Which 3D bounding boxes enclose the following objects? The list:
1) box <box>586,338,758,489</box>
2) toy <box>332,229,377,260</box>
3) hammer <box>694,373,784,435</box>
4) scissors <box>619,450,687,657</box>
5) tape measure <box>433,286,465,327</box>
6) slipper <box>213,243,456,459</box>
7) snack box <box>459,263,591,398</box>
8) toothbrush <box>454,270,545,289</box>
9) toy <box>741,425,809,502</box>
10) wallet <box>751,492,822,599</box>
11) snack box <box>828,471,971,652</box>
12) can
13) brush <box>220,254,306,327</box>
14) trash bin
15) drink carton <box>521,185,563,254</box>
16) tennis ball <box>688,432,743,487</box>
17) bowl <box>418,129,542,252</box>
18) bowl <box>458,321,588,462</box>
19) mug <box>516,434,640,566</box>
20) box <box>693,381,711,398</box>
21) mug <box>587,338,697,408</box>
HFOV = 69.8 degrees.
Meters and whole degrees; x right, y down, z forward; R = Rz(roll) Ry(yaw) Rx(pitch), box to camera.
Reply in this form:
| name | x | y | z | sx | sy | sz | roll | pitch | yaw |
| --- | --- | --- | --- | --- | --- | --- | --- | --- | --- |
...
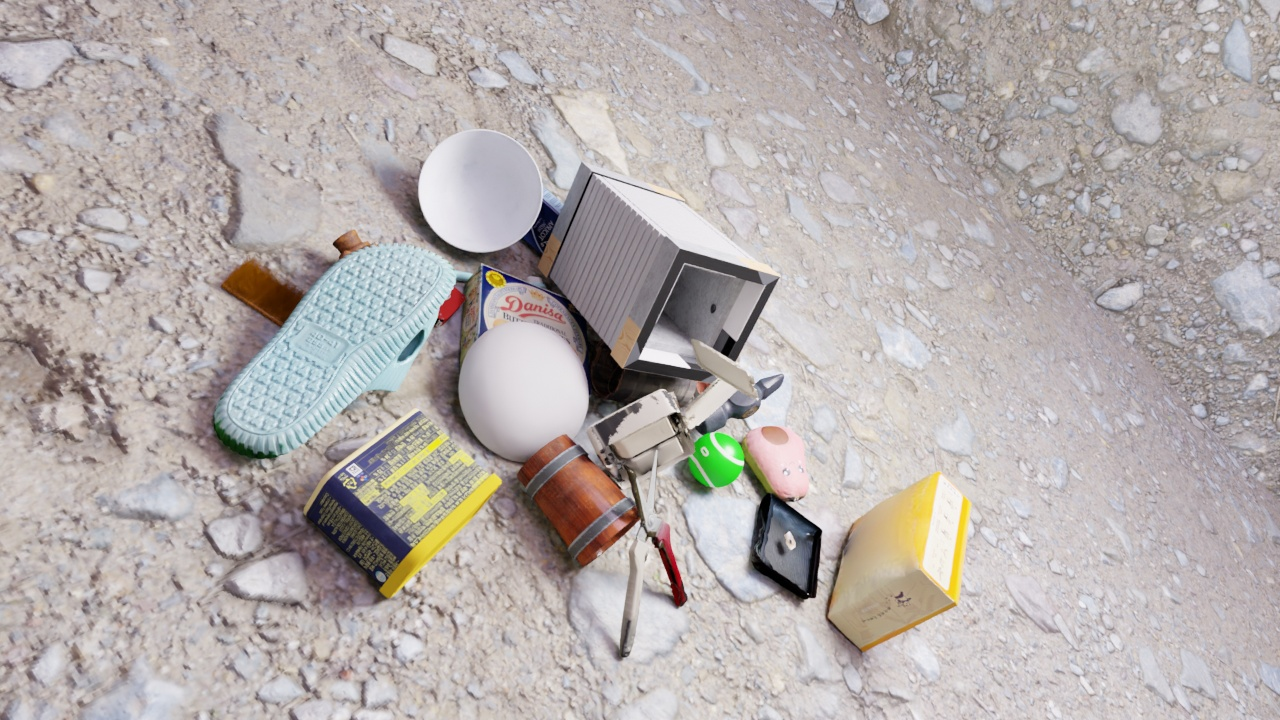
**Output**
| name | x | y | z | sx | sy | sz | roll | pitch | yaw |
| --- | --- | --- | --- | --- | --- | --- | --- | --- | --- |
| box | 0.031 | 0.053 | 0.970 | 0.080 | 0.180 | 0.143 | 62 | -3 | 25 |
| toy | -0.269 | -0.085 | 0.949 | 0.112 | 0.067 | 0.087 | 55 | 19 | -6 |
| hammer | 0.052 | -0.049 | 1.200 | 0.129 | 0.040 | 0.321 | -25 | 58 | -20 |
| scissors | 0.008 | 0.197 | 0.896 | 0.198 | 0.015 | 0.178 | 56 | 50 | -45 |
| tape measure | -0.226 | -0.069 | 1.010 | 0.051 | 0.019 | 0.058 | 39 | 36 | -7 |
| slipper | -0.277 | -0.010 | 0.850 | 0.116 | 0.070 | 0.275 | 29 | 54 | 6 |
| snack box | -0.129 | -0.025 | 1.039 | 0.144 | 0.043 | 0.144 | 21 | 42 | -29 |
| toothbrush | -0.187 | -0.098 | 1.079 | 0.180 | 0.016 | 0.016 | 3 | 55 | -42 |
| toy | 0.178 | 0.132 | 1.168 | 0.090 | 0.051 | 0.110 | 0 | 57 | -35 |
| wallet | 0.176 | 0.223 | 1.097 | 0.089 | 0.026 | 0.114 | 36 | 39 | -12 |
| snack box | 0.312 | 0.236 | 1.116 | 0.080 | 0.145 | 0.194 | 44 | 36 | -4 |
| can | -0.205 | 0.119 | 0.799 | 0.104 | 0.075 | 0.134 | 42 | 36 | 2 |
| brush | -0.337 | -0.051 | 0.888 | 0.126 | 0.017 | 0.048 | 36 | 37 | -11 |
| trash bin | 0.012 | -0.104 | 1.067 | 0.142 | 0.143 | 0.247 | 10 | 25 | -36 |
| drink carton | -0.134 | -0.186 | 1.175 | 0.130 | 0.064 | 0.040 | 40 | 30 | -4 |
| tennis ball | 0.090 | 0.118 | 1.087 | 0.065 | 0.066 | 0.065 | 25 | 40 | -24 |
| bowl | -0.190 | -0.198 | 1.106 | 0.144 | 0.144 | 0.074 | 41 | -3 | -4 |
| bowl | -0.111 | 0.029 | 0.951 | 0.149 | 0.043 | 0.149 | 8 | 76 | -33 |
| mug | -0.057 | 0.137 | 0.931 | 0.111 | 0.081 | 0.117 | 48 | 12 | 12 |
| box | 0.081 | -0.027 | 1.235 | 0.067 | 0.057 | 0.187 | -10 | 54 | -11 |
| mug | -0.007 | 0.007 | 1.109 | 0.107 | 0.080 | 0.116 | 8 | 21 | -37 |
